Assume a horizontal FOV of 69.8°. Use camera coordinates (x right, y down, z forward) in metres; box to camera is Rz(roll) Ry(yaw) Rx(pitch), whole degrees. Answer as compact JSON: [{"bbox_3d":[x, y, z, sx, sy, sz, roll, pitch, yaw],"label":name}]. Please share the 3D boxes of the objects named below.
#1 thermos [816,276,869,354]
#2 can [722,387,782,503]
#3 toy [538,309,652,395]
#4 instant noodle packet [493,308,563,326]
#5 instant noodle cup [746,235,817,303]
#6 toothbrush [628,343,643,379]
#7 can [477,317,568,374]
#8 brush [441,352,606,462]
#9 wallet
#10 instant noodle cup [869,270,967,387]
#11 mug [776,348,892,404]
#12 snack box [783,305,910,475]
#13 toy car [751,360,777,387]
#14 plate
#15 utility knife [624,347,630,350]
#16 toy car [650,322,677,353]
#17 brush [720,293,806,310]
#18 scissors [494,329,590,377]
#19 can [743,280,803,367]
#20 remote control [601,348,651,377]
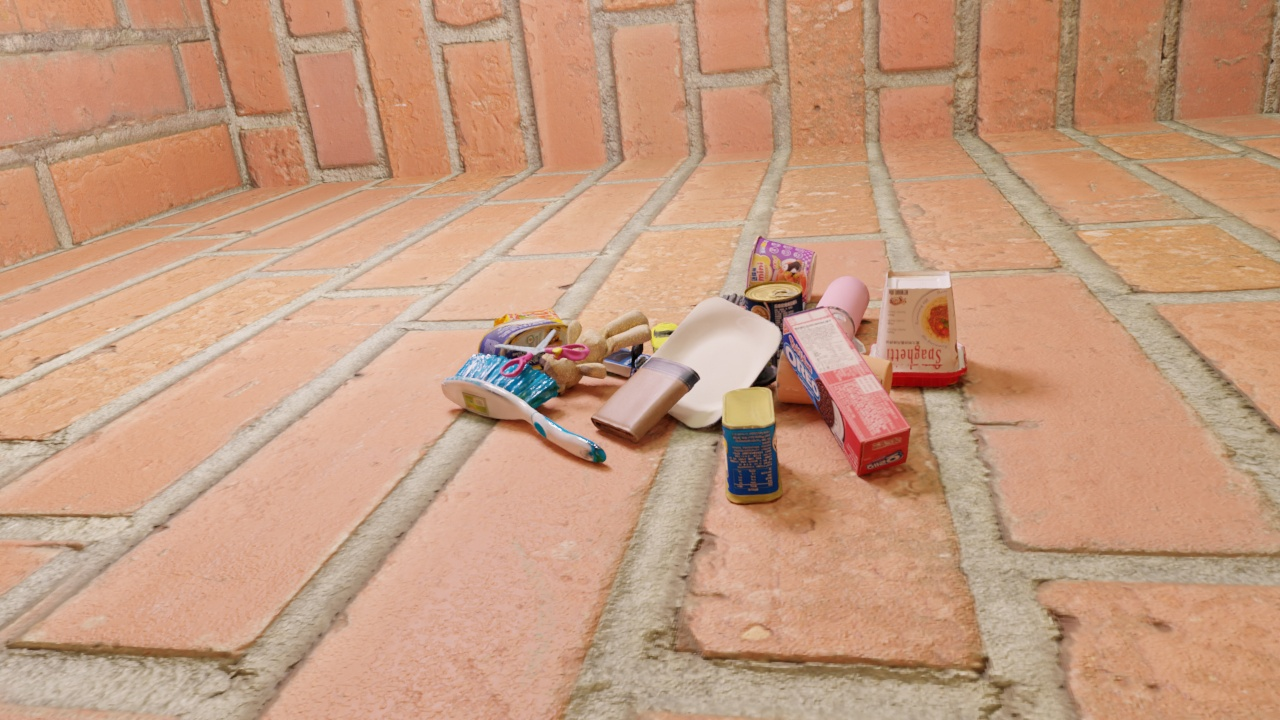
[{"bbox_3d":[0.285,-0.055,1.286,0.087,0.067,0.198,29,28,7],"label":"thermos"},{"bbox_3d":[0.111,0.083,0.927,0.057,0.083,0.102,-4,21,6],"label":"can"},{"bbox_3d":[-0.057,-0.014,1.220,0.157,0.066,0.105,-29,59,1],"label":"toy"},{"bbox_3d":[-0.164,-0.047,1.415,0.110,0.044,0.128,-7,20,-14],"label":"instant noodle packet"},{"bbox_3d":[0.227,-0.138,1.466,0.099,0.112,0.111,9,24,16],"label":"instant noodle cup"},{"bbox_3d":[-0.009,0.026,1.171,0.017,0.014,0.188,-33,24,23],"label":"toothbrush"},{"bbox_3d":[-0.155,-0.018,1.281,0.049,0.075,0.147,13,18,38],"label":"can"},{"bbox_3d":[-0.133,0.057,1.123,0.315,0.061,0.109,13,33,36],"label":"brush"},{"bbox_3d":[0.006,0.046,1.084,0.115,0.033,0.090,-43,35,-25],"label":"wallet"},{"bbox_3d":[0.343,-0.042,1.136,0.116,0.124,0.116,0,22,17],"label":"instant noodle cup"},{"bbox_3d":[0.230,0.020,1.082,0.123,0.078,0.078,9,25,23],"label":"mug"},{"bbox_3d":[0.216,0.027,0.983,0.058,0.057,0.207,-15,43,-7],"label":"snack box"},{"bbox_3d":[0.112,0.009,1.184,0.070,0.042,0.158,-19,27,-28],"label":"toy car"},{"bbox_3d":[0.087,0.006,1.126,0.164,0.034,0.164,-49,41,-6],"label":"plate"},{"bbox_3d":[-0.018,-0.007,1.315,0.184,0.019,0.030,19,38,40],"label":"utility knife"},{"bbox_3d":[0.040,-0.031,1.330,0.048,0.032,0.105,-6,22,-1],"label":"toy car"},{"bbox_3d":[0.163,-0.052,1.296,0.146,0.063,0.069,10,60,22],"label":"brush"},{"bbox_3d":[-0.132,-0.009,1.177,0.133,0.017,0.133,7,32,22],"label":"scissors"},{"bbox_3d":[0.176,-0.040,1.199,0.075,0.111,0.075,-6,22,2],"label":"can"},{"bbox_3d":[-0.007,0.007,1.249,0.125,0.024,0.048,15,29,41],"label":"remote control"}]
